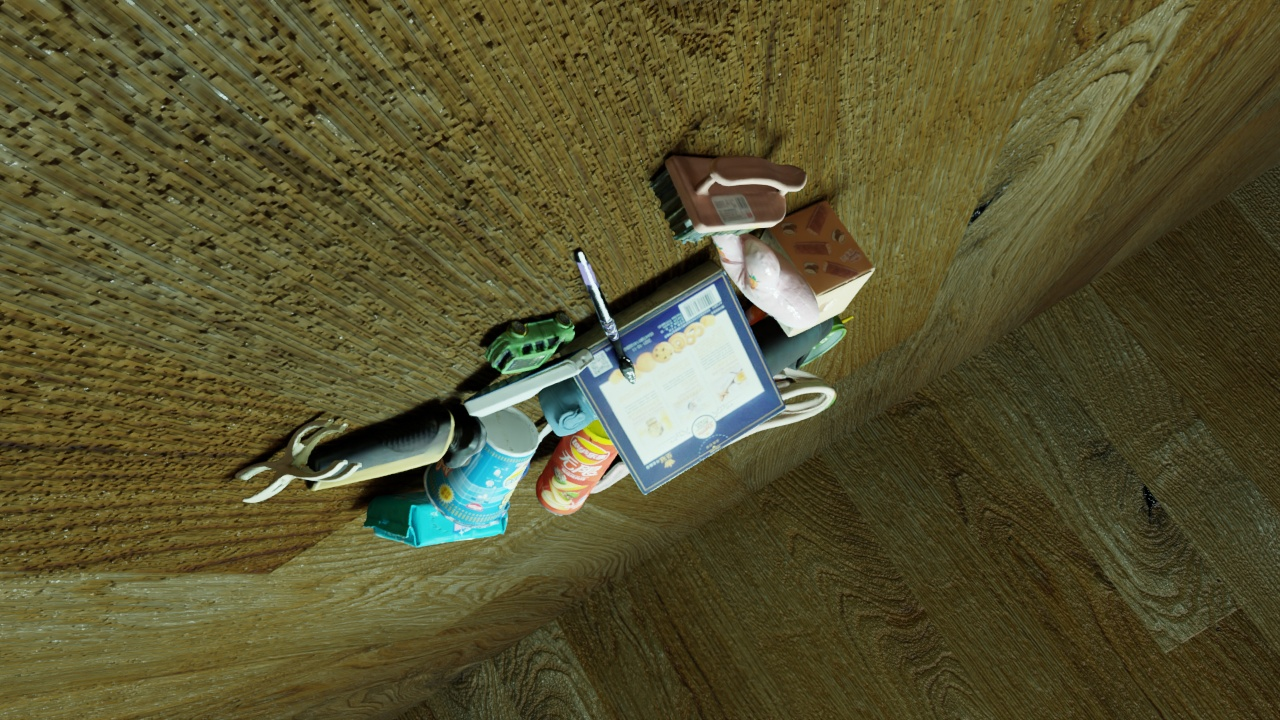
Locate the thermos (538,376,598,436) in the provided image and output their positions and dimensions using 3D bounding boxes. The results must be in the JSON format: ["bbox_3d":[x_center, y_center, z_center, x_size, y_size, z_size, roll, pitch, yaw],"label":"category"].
[{"bbox_3d":[-0.006,0.006,0.984,0.220,0.070,0.070,-31,163,-4],"label":"thermos"}]

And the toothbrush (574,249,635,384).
[{"bbox_3d":[-0.029,-0.033,0.818,0.014,0.016,0.189,-20,142,1],"label":"toothbrush"}]

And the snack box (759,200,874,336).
[{"bbox_3d":[0.174,-0.096,0.965,0.077,0.094,0.093,-25,162,-20],"label":"snack box"}]

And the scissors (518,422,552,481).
[{"bbox_3d":[-0.136,0.105,1.087,0.162,0.012,0.163,-22,151,-43],"label":"scissors"}]

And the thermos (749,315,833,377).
[{"bbox_3d":[0.160,-0.008,1.111,0.241,0.068,0.090,-26,122,-51],"label":"thermos"}]

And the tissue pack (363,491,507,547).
[{"bbox_3d":[-0.224,0.172,1.007,0.133,0.050,0.093,1,179,-43],"label":"tissue pack"}]

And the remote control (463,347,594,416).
[{"bbox_3d":[-0.105,0.021,0.861,0.125,0.024,0.049,-23,-172,20],"label":"remote control"}]

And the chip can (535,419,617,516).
[{"bbox_3d":[-0.072,0.117,1.129,0.073,0.073,0.217,-21,159,-33],"label":"chip can"}]

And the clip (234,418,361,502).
[{"bbox_3d":[-0.288,0.074,0.769,0.104,0.086,0.035,-6,168,11],"label":"clip"}]

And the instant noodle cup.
[{"bbox_3d":[-0.160,0.104,0.962,0.099,0.099,0.110,-11,145,-50],"label":"instant noodle cup"}]

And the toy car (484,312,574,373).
[{"bbox_3d":[-0.096,-0.014,0.825,0.091,0.036,0.043,-20,159,-45],"label":"toy car"}]

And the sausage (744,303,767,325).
[{"bbox_3d":[0.156,-0.071,1.128,0.021,0.021,0.166,-13,155,-47],"label":"sausage"}]

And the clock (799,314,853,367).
[{"bbox_3d":[0.224,-0.035,1.292,0.160,0.056,0.116,-11,152,-49],"label":"clock"}]

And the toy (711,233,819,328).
[{"bbox_3d":[0.113,-0.085,0.862,0.054,0.121,0.159,-45,147,5],"label":"toy"}]

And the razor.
[{"bbox_3d":[-0.226,0.086,0.850,0.167,0.062,0.068,-15,127,-31],"label":"razor"}]

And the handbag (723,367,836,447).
[{"bbox_3d":[0.168,0.064,1.308,0.233,0.093,0.194,-6,158,-21],"label":"handbag"}]

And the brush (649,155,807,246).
[{"bbox_3d":[0.078,-0.135,0.740,0.073,0.063,0.145,-32,167,38],"label":"brush"}]

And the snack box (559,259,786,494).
[{"bbox_3d":[0.037,0.019,0.939,0.178,0.046,0.182,-31,118,-5],"label":"snack box"}]

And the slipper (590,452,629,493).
[{"bbox_3d":[-0.051,0.148,1.327,0.114,0.054,0.274,-31,162,-2],"label":"slipper"}]
